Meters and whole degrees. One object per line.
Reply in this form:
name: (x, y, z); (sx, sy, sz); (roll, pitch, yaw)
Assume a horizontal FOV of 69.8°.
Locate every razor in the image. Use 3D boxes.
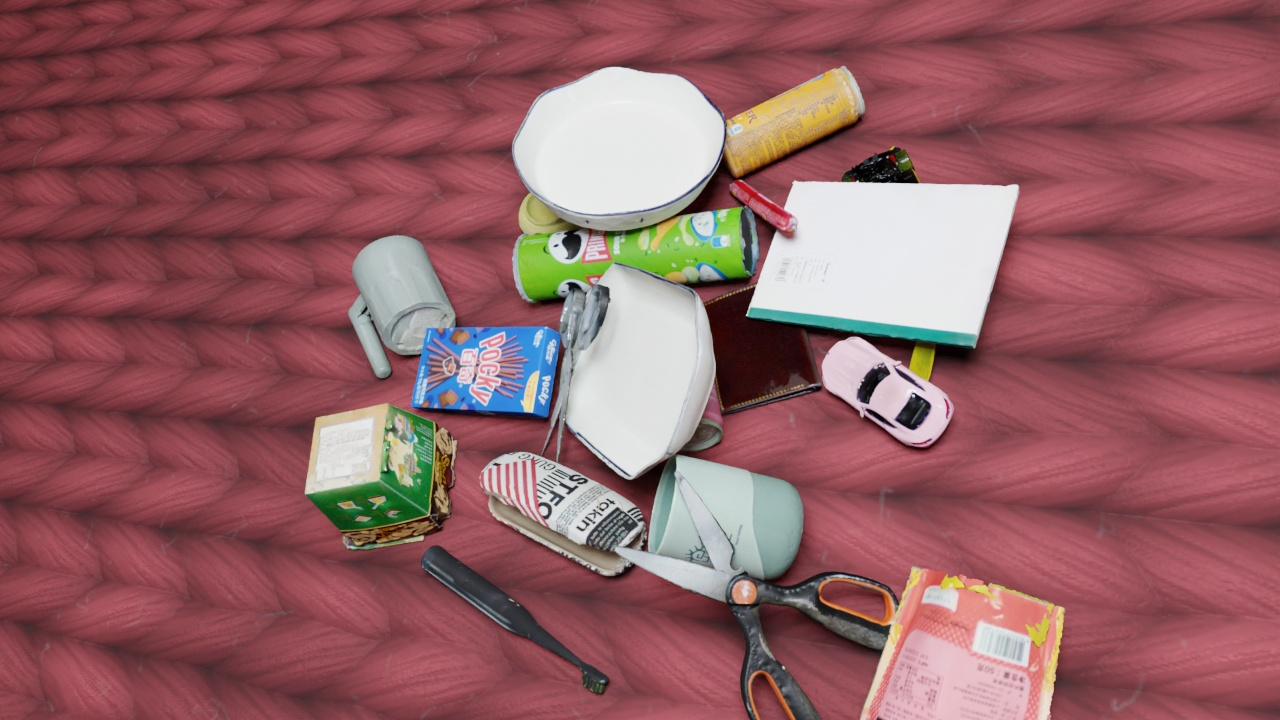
razor: (0.252, -0.026, 0.794); (0.043, 0.028, 0.132); (13, 69, 23)

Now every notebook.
notebook: (0.207, -0.092, 0.806); (0.209, 0.012, 0.150); (10, 72, 35)

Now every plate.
plate: (-0.005, 0.005, 0.795); (0.266, 0.034, 0.162); (29, 101, 64)
plate: (-0.020, -0.205, 0.898); (0.205, 0.046, 0.204); (-2, 56, 3)

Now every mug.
mug: (0.064, 0.137, 0.732); (0.106, 0.112, 0.082); (14, 30, -8)
mug: (-0.262, -0.055, 0.981); (0.124, 0.083, 0.103); (-49, 54, 23)

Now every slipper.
slipper: (-0.052, -0.195, 0.971); (0.190, 0.081, 0.091); (-30, 58, 6)

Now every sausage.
sausage: (0.117, -0.150, 0.886); (0.020, 0.020, 0.155); (-33, 30, 1)

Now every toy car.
toy car: (0.235, -0.132, 0.845); (0.071, 0.041, 0.155); (-28, 53, 17)
toy car: (0.203, 0.025, 0.768); (0.122, 0.037, 0.056); (38, 100, 34)

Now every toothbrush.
toothbrush: (-0.111, 0.222, 0.793); (0.213, 0.026, 0.027); (27, 109, 29)

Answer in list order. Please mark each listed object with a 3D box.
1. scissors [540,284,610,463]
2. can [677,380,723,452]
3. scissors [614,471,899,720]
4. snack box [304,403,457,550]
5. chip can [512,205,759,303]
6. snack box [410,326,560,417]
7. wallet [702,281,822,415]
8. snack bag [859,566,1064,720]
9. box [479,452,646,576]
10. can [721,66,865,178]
scissors: (-0.064, 0.003, 0.862); (0.160, 0.014, 0.171); (-56, 32, 36)
can: (0.036, 0.007, 0.836); (0.058, 0.058, 0.147); (-16, 58, 12)
scissors: (0.090, 0.189, 0.672); (0.220, 0.022, 0.223); (2, 85, -10)
snack box: (-0.251, 0.101, 0.865); (0.118, 0.105, 0.118); (-12, 58, 15)
chip can: (-0.006, -0.104, 0.906); (0.236, 0.072, 0.072); (-5, 61, 18)
snack box: (-0.154, 0.010, 0.904); (0.157, 0.026, 0.084); (0, 75, 31)
wallet: (0.107, -0.015, 0.846); (0.096, 0.020, 0.122); (-18, 58, 15)
snack bag: (0.214, 0.254, 0.632); (0.129, 0.073, 0.207); (10, 72, 30)
box: (-0.067, 0.137, 0.818); (0.164, 0.079, 0.074); (18, 42, 30)
can: (0.149, -0.241, 0.932); (0.146, 0.058, 0.058); (-25, 56, 6)
